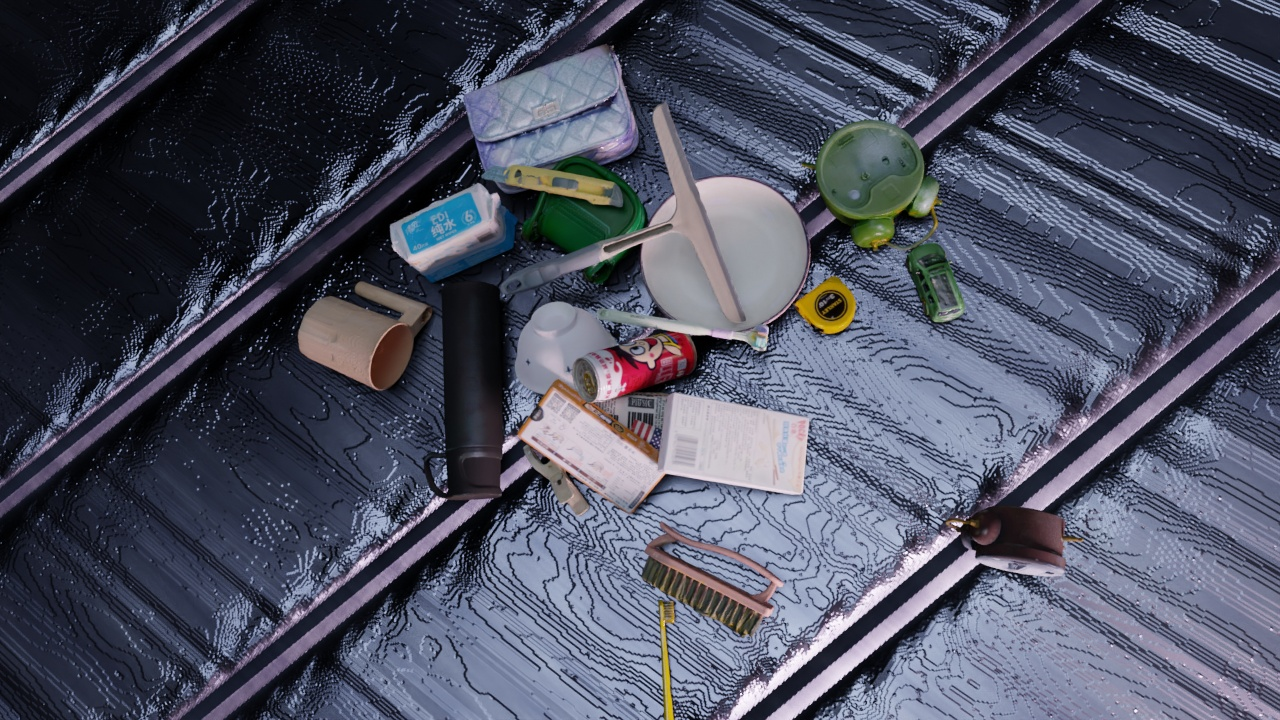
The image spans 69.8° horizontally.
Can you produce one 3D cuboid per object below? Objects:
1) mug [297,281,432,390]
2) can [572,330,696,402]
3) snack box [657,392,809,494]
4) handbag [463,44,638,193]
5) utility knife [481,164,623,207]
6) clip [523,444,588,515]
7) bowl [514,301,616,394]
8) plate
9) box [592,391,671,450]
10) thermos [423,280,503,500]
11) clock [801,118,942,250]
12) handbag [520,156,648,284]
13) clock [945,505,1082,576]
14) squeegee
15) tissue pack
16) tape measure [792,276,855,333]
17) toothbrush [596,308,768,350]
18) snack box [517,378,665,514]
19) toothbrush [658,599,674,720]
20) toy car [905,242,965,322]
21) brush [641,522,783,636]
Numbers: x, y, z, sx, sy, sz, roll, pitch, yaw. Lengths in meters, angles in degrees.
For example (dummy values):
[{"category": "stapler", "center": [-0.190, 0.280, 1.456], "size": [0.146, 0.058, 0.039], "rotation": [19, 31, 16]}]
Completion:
[{"category": "mug", "center": [-0.324, -0.036, 1.083], "size": [0.103, 0.084, 0.124], "rotation": [21, 56, 15]}, {"category": "can", "center": [-0.006, 0.006, 0.991], "size": [0.132, 0.053, 0.053], "rotation": [-16, 70, -34]}, {"category": "snack box", "center": [0.099, 0.089, 0.973], "size": [0.156, 0.027, 0.084], "rotation": [11, 77, -13]}, {"category": "handbag", "center": [-0.105, -0.292, 1.105], "size": [0.194, 0.075, 0.134], "rotation": [-18, 74, 4]}, {"category": "utility knife", "center": [-0.100, -0.202, 1.050], "size": [0.178, 0.019, 0.031], "rotation": [12, 80, 21]}, {"category": "clip", "center": [-0.093, 0.125, 1.021], "size": [0.034, 0.060, 0.097], "rotation": [-37, 62, -2]}, {"category": "bowl", "center": [-0.089, -0.025, 1.015], "size": [0.118, 0.065, 0.118], "rotation": [-7, 44, 6]}, {"category": "plate", "center": [0.096, -0.117, 1.047], "size": [0.192, 0.039, 0.192], "rotation": [-2, 76, 9]}, {"category": "box", "center": [-0.028, 0.067, 1.004], "size": [0.164, 0.077, 0.074], "rotation": [4, 86, 8]}, {"category": "thermos", "center": [-0.202, 0.035, 1.042], "size": [0.090, 0.068, 0.242], "rotation": [-3, 76, 4]}, {"category": "clock", "center": [0.265, -0.193, 1.029], "size": [0.116, 0.056, 0.161], "rotation": [-35, 73, 0]}, {"category": "handbag", "center": [-0.063, -0.163, 1.070], "size": [0.131, 0.068, 0.120], "rotation": [34, 85, 16]}, {"category": "clock", "center": [0.365, 0.176, 0.909], "size": [0.122, 0.082, 0.055], "rotation": [11, 74, 11]}, {"category": "squeegee", "center": [-0.039, -0.120, 1.010], "size": [0.247, 0.039, 0.246], "rotation": [-19, 104, 13]}, {"category": "tissue pack", "center": [-0.219, -0.150, 1.081], "size": [0.140, 0.090, 0.063], "rotation": [-24, 74, 3]}, {"category": "tape measure", "center": [0.209, -0.058, 1.020], "size": [0.060, 0.029, 0.057], "rotation": [-37, 73, -1]}, {"category": "toothbrush", "center": [0.044, -0.038, 1.002], "size": [0.189, 0.020, 0.029], "rotation": [9, 77, 8]}, {"category": "snack box", "center": [-0.050, 0.094, 0.986], "size": [0.153, 0.026, 0.075], "rotation": [36, 115, -4]}, {"category": "toothbrush", "center": [0.031, 0.347, 0.956], "size": [0.016, 0.016, 0.190], "rotation": [-3, 76, 2]}, {"category": "toy car", "center": [0.324, -0.088, 1.006], "size": [0.043, 0.036, 0.091], "rotation": [-19, 70, 6]}, {"category": "brush", "center": [0.071, 0.226, 0.956], "size": [0.146, 0.063, 0.073], "rotation": [25, 85, 16]}]
